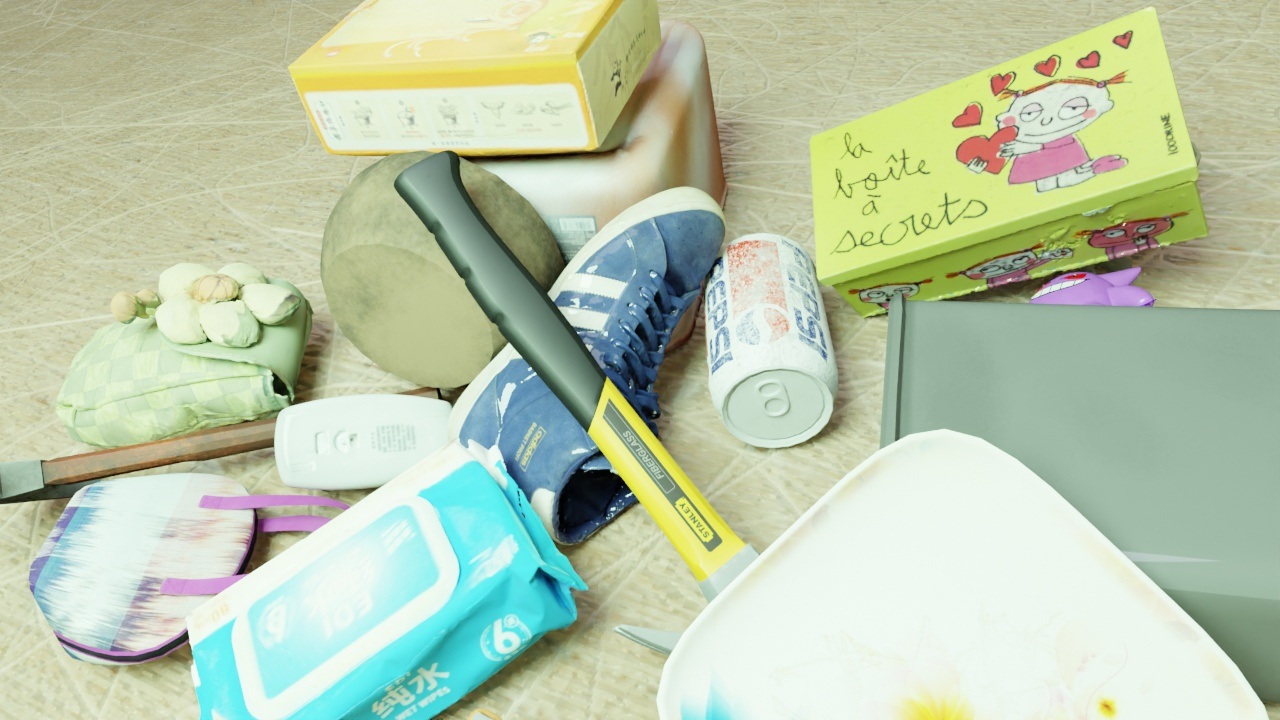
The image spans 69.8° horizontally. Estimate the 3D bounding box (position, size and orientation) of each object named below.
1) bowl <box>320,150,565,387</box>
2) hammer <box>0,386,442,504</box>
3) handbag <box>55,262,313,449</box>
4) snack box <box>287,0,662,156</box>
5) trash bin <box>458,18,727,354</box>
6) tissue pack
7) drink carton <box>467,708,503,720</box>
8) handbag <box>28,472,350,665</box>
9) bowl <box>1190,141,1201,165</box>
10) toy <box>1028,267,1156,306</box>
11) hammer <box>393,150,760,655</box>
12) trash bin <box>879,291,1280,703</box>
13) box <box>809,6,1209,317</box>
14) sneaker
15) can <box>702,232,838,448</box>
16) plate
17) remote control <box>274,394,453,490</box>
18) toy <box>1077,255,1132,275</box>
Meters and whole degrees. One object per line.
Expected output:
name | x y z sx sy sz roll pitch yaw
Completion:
bowl | -0.135 -0.048 0.596 0.162 0.162 0.070 4 43 19
hammer | -0.282 0.055 0.611 0.300 0.111 0.028 -10 83 -10
handbag | -0.332 -0.009 0.663 0.186 0.117 0.113 -11 40 -1
snack box | -0.098 -0.193 0.599 0.195 0.081 0.144 4 45 20
trash bin | -0.040 -0.144 0.710 0.182 0.157 0.259 1 41 16
tissue pack | -0.140 0.136 0.471 0.209 0.066 0.117 -34 47 -7
drink carton | -0.034 0.207 0.386 0.125 0.048 0.076 13 47 27
handbag | -0.252 0.115 0.547 0.170 0.068 0.144 -5 36 -1
bowl | 0.318 -0.136 0.674 0.152 0.050 0.152 -2 32 1
toy | 0.266 -0.022 0.565 0.106 0.056 0.087 -23 25 48
hammer | -0.027 0.018 0.486 0.126 0.029 0.323 -35 80 -20
trash bin | 0.232 0.058 0.452 0.220 0.098 0.191 3 43 16
box | 0.223 -0.115 0.586 0.221 0.082 0.124 -11 61 32
sneaker | -0.005 0.004 0.550 0.233 0.091 0.118 -44 47 -5
can | 0.081 -0.016 0.590 0.078 0.078 0.135 -7 41 7
plate | 0.120 0.140 0.360 0.187 0.016 0.187 -43 74 -1
remote control | -0.173 0.051 0.588 0.114 0.028 0.060 -6 82 -15
toy | 0.284 -0.080 0.648 0.049 0.030 0.112 -19 33 -29
